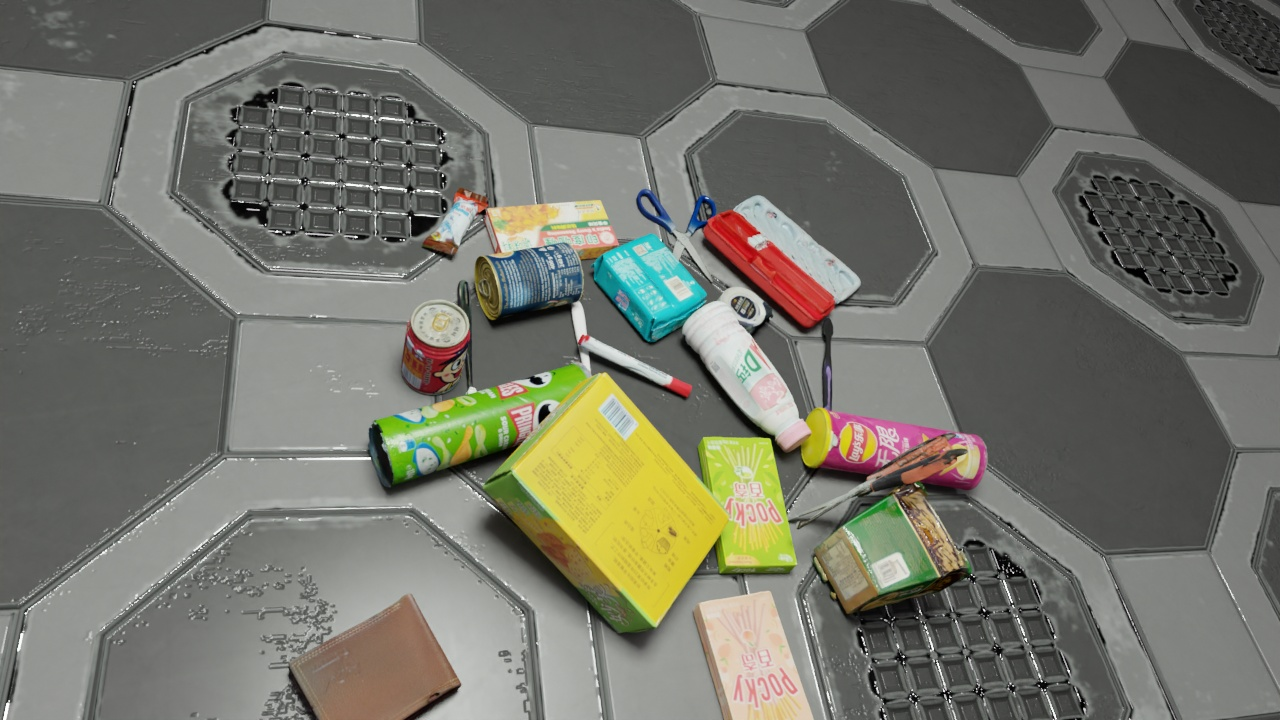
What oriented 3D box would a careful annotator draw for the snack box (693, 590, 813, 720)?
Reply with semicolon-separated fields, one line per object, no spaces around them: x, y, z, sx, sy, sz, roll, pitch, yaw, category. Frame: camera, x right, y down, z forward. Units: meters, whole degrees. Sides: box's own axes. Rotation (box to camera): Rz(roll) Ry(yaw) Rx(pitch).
0.114;0.313;0.913;0.084;0.026;0.157;-4;58;-22;snack box

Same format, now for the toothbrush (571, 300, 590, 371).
-0.063;0.000;1.076;0.016;0.016;0.179;5;54;-25;toothbrush

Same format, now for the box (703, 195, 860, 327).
0.194;-0.140;1.252;0.201;0.039;0.157;44;38;12;box

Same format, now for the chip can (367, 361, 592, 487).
-0.161;0.065;0.962;0.235;0.072;0.072;-16;63;-27;chip can

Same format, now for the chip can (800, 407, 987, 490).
0.302;0.106;1.094;0.210;0.072;0.071;10;54;-13;chip can

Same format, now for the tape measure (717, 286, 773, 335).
0.127;-0.060;1.174;0.066;0.034;0.065;44;52;10;tape measure

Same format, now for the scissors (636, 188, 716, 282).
0.056;-0.176;1.243;0.162;0.012;0.173;40;54;8;scissors

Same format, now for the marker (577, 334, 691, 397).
-0.006;0.006;1.081;0.145;0.017;0.017;26;52;-9;marker

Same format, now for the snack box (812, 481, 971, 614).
0.260;0.209;0.982;0.105;0.118;0.118;-17;66;-24;snack box

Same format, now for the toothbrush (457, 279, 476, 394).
-0.197;-0.022;1.045;0.015;0.018;0.180;0;55;-16;toothbrush

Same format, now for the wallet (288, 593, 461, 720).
-0.235;0.278;0.814;0.124;0.032;0.101;-26;66;-33;wallet

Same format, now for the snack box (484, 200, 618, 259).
-0.112;-0.162;1.164;0.155;0.027;0.077;-9;61;-24;snack box

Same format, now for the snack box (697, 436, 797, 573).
0.117;0.159;1.022;0.085;0.026;0.156;3;56;-16;snack box

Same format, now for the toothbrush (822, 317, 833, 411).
0.238;0.024;1.170;0.014;0.017;0.188;9;57;-2;toothbrush

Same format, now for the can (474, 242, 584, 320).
-0.130;-0.095;1.081;0.111;0.075;0.075;-14;62;-27;can

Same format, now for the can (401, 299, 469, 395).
-0.219;-0.014;0.981;0.066;0.094;0.066;9;54;-13;can

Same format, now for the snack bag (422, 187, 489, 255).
-0.227;-0.171;1.132;0.048;0.026;0.103;19;51;9;snack bag

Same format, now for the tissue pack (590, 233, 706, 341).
0.009;-0.095;1.145;0.093;0.050;0.133;-27;68;-30;tissue pack

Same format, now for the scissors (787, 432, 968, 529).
0.260;0.130;0.998;0.188;0.226;0.015;-23;85;-54;scissors

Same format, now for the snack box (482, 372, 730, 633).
-0.029;0.141;0.914;0.210;0.070;0.157;49;52;-10;snack box

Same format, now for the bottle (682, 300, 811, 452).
0.129;0.021;1.096;0.068;0.068;0.197;-24;68;-31;bottle
